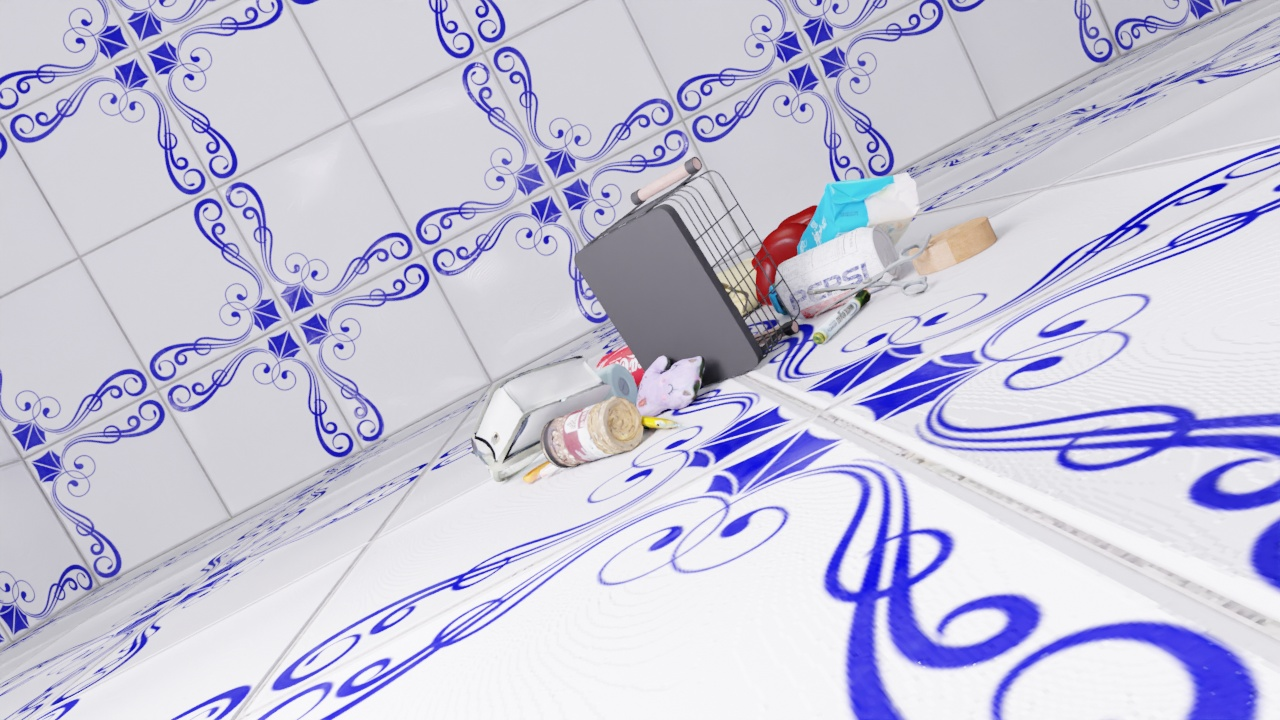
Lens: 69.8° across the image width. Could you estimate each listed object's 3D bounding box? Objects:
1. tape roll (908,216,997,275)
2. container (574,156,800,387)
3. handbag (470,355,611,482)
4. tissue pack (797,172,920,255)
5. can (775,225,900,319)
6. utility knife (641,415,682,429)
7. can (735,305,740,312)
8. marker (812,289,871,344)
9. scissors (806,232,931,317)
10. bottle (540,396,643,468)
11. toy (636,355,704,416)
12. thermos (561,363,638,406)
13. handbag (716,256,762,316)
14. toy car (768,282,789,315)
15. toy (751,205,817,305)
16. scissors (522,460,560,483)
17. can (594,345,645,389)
[{"bbox_3d":[0.358,-0.132,1.053,0.094,0.027,0.094,-27,6,3],"label":"tape roll"},{"bbox_3d":[0.059,-0.090,1.069,0.163,0.241,0.130,-21,17,45],"label":"container"},{"bbox_3d":[-0.122,0.089,1.064,0.150,0.074,0.176,-18,-31,-48],"label":"handbag"},{"bbox_3d":[0.276,-0.166,1.190,0.117,0.066,0.210,-10,-21,-6],"label":"tissue pack"},{"bbox_3d":[0.239,-0.107,1.123,0.136,0.078,0.078,-23,8,35],"label":"can"},{"bbox_3d":[0.007,0.064,0.964,0.030,0.017,0.176,1,-4,-18],"label":"utility knife"},{"bbox_3d":[0.096,-0.046,1.296,0.063,0.063,0.113,-23,8,36],"label":"can"},{"bbox_3d":[0.221,-0.048,1.004,0.017,0.017,0.146,-22,8,39],"label":"marker"},{"bbox_3d":[0.262,-0.093,1.010,0.171,0.014,0.142,-42,31,-27],"label":"scissors"},{"bbox_3d":[-0.051,0.076,0.954,0.105,0.056,0.056,-21,9,45],"label":"bottle"},{"bbox_3d":[0.032,0.025,1.026,0.100,0.036,0.080,-25,43,46],"label":"toy"},{"bbox_3d":[-0.104,0.070,1.186,0.207,0.065,0.078,-24,-27,27],"label":"thermos"},{"bbox_3d":[0.169,-0.117,1.533,0.119,0.081,0.111,-29,14,-30],"label":"handbag"},{"bbox_3d":[0.197,-0.084,1.250,0.032,0.048,0.105,-27,7,-5],"label":"toy car"},{"bbox_3d":[0.256,-0.175,1.434,0.159,0.120,0.196,-26,15,32],"label":"toy"},{"bbox_3d":[-0.075,0.102,1.041,0.131,0.012,0.074,-32,6,-39],"label":"scissors"},{"bbox_3d":[-0.008,0.008,1.297,0.105,0.064,0.064,-26,6,12],"label":"can"}]
